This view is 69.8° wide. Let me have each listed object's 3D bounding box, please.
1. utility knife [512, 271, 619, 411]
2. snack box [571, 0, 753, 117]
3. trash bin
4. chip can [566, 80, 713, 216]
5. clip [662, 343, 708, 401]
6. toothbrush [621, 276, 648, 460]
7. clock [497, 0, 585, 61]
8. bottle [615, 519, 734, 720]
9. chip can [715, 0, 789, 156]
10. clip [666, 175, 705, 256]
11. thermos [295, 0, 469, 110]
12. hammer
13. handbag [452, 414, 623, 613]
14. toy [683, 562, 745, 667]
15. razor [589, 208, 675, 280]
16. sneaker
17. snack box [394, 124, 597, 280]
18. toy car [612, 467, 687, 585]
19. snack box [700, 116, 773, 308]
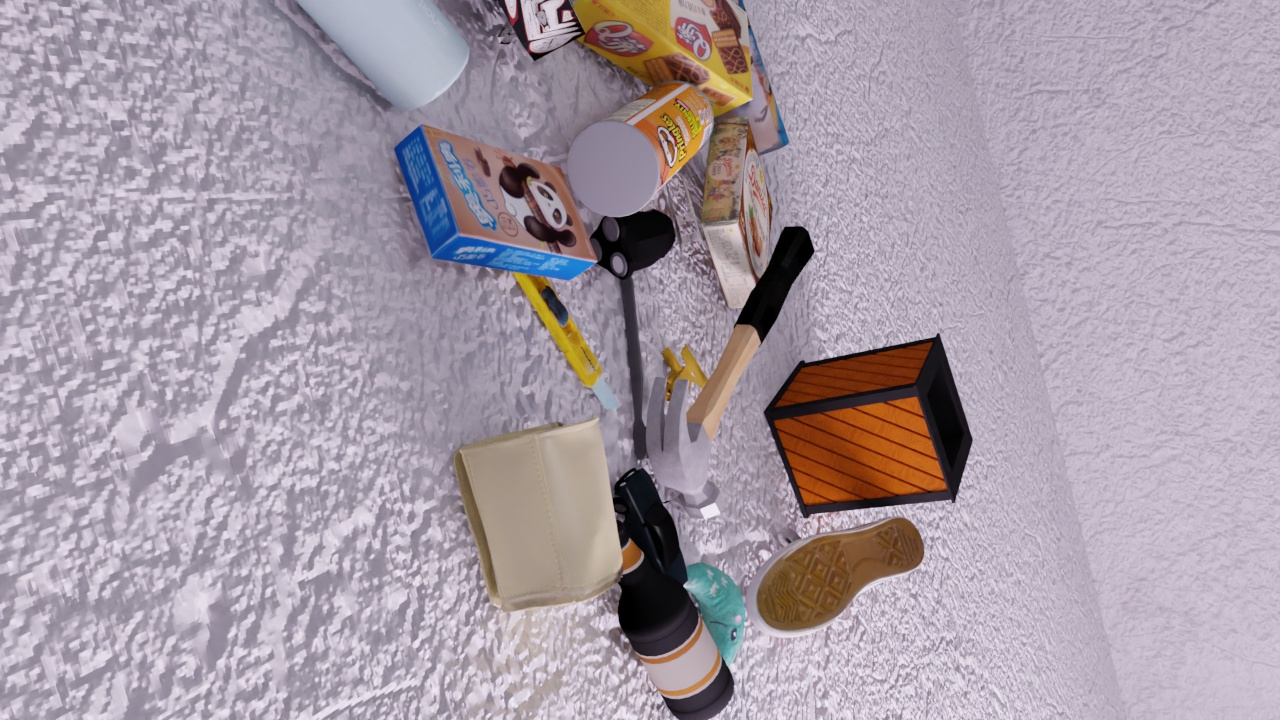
[{"bbox_3d":[-0.062,-0.027,0.731,0.030,0.017,0.179,-55,128,-40],"label":"utility knife"},{"bbox_3d":[0.014,-0.328,0.875,0.230,0.062,0.110,17,64,-45],"label":"snack box"},{"bbox_3d":[0.263,0.075,1.046,0.139,0.172,0.140,-43,115,-54],"label":"trash bin"},{"bbox_3d":[0.006,-0.190,0.800,0.075,0.075,0.214,66,24,-17],"label":"chip can"},{"bbox_3d":[0.035,0.016,0.863,0.049,0.045,0.054,-38,121,-8],"label":"clip"},{"bbox_3d":[-0.005,0.005,0.808,0.013,0.013,0.167,16,66,-63],"label":"toothbrush"},{"bbox_3d":[-0.097,-0.298,0.722,0.115,0.065,0.154,62,7,-21],"label":"clock"},{"bbox_3d":[0.014,0.202,0.724,0.182,0.059,0.059,63,35,-21],"label":"bottle"},{"bbox_3d":[0.097,-0.339,1.028,0.079,0.080,0.229,-42,115,-54],"label":"chip can"},{"bbox_3d":[0.038,-0.129,0.903,0.101,0.050,0.058,-99,-178,-46],"label":"clip"},{"bbox_3d":[-0.191,-0.247,0.550,0.207,0.078,0.065,48,47,-41],"label":"thermos"},{"bbox_3d":[0.097,-0.013,0.877,0.327,0.039,0.131,-58,137,-35],"label":"hammer"},{"bbox_3d":[-0.060,0.104,0.631,0.111,0.081,0.119,-11,87,-65],"label":"handbag"},{"bbox_3d":[0.064,0.232,0.821,0.084,0.033,0.105,-3,83,-46],"label":"toy"},{"bbox_3d":[0.004,-0.110,0.820,0.155,0.060,0.057,-29,109,-60],"label":"razor"},{"bbox_3d":[0.194,0.226,0.970,0.240,0.088,0.118,-12,77,-34],"label":"sneaker"},{"bbox_3d":[-0.100,-0.109,0.662,0.151,0.034,0.087,2,62,-56],"label":"snack box"},{"bbox_3d":[0.010,0.144,0.762,0.046,0.034,0.112,-38,111,-55],"label":"toy car"},{"bbox_3d":[0.103,-0.153,0.967,0.143,0.041,0.146,62,31,-53],"label":"snack box"}]
